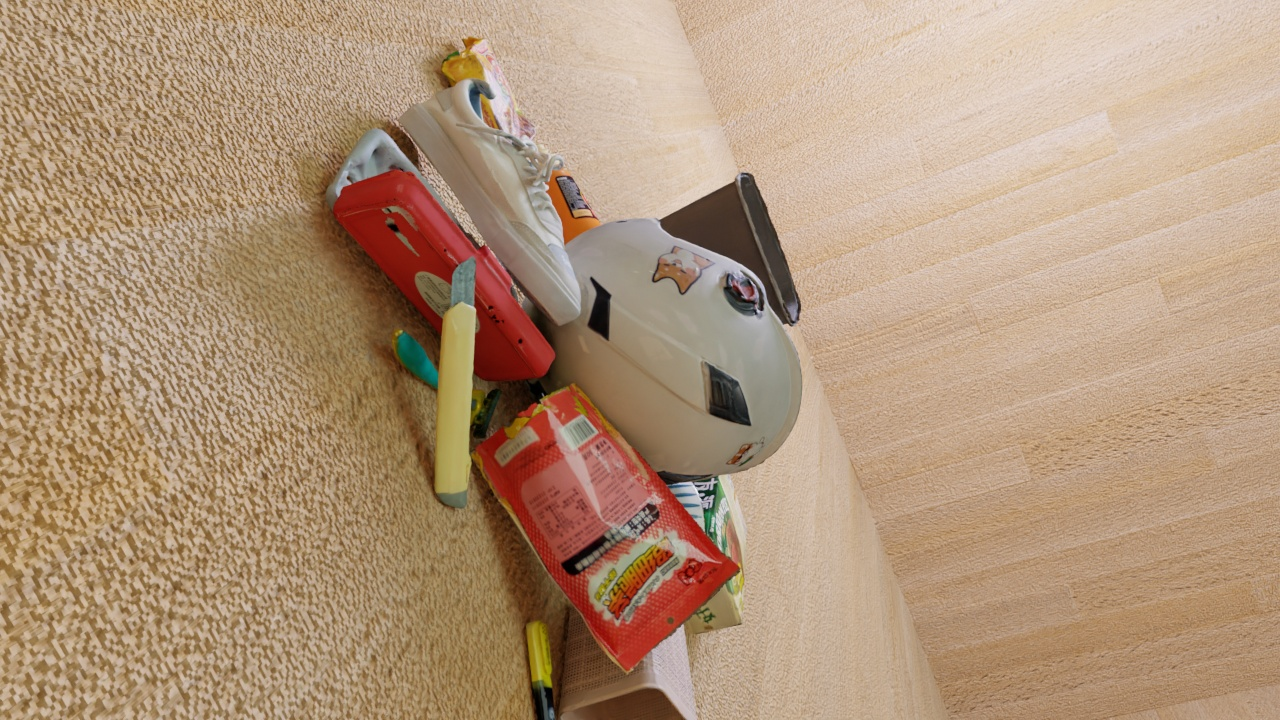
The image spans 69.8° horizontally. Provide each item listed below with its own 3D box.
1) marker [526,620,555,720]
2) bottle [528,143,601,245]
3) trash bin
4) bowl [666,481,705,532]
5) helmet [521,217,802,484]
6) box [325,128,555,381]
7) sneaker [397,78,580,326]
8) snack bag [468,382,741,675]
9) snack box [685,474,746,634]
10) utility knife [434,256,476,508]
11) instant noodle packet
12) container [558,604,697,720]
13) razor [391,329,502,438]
[{"bbox_3d":[-0.070,0.257,0.682,0.018,0.015,0.124,33,42,-58],"label":"marker"},{"bbox_3d":[-0.091,-0.178,1.037,0.149,0.067,0.066,66,16,10],"label":"bottle"},{"bbox_3d":[0.072,-0.109,1.184,0.198,0.220,0.198,67,17,-7],"label":"trash bin"},{"bbox_3d":[0.009,0.169,0.900,0.066,0.117,0.116,5,57,-24],"label":"bowl"},{"bbox_3d":[-0.005,0.005,0.816,0.274,0.231,0.156,44,33,14],"label":"helmet"},{"bbox_3d":[-0.136,-0.080,0.696,0.201,0.094,0.100,54,42,-40],"label":"box"},{"bbox_3d":[-0.102,-0.137,0.758,0.242,0.090,0.089,54,-2,18],"label":"sneaker"},{"bbox_3d":[-0.031,0.123,0.718,0.208,0.128,0.073,51,-26,7],"label":"snack bag"},{"bbox_3d":[0.080,0.207,1.078,0.239,0.063,0.114,-65,138,-72],"label":"snack box"},{"bbox_3d":[-0.127,0.019,0.644,0.030,0.019,0.183,-5,109,-46],"label":"utility knife"},{"bbox_3d":[-0.157,-0.272,0.958,0.110,0.044,0.128,-85,150,-62],"label":"instant noodle packet"},{"bbox_3d":[-0.010,0.252,0.753,0.090,0.090,0.110,58,18,-34],"label":"container"},{"bbox_3d":[-0.149,0.013,0.685,0.132,0.028,0.043,52,52,-53],"label":"razor"}]
